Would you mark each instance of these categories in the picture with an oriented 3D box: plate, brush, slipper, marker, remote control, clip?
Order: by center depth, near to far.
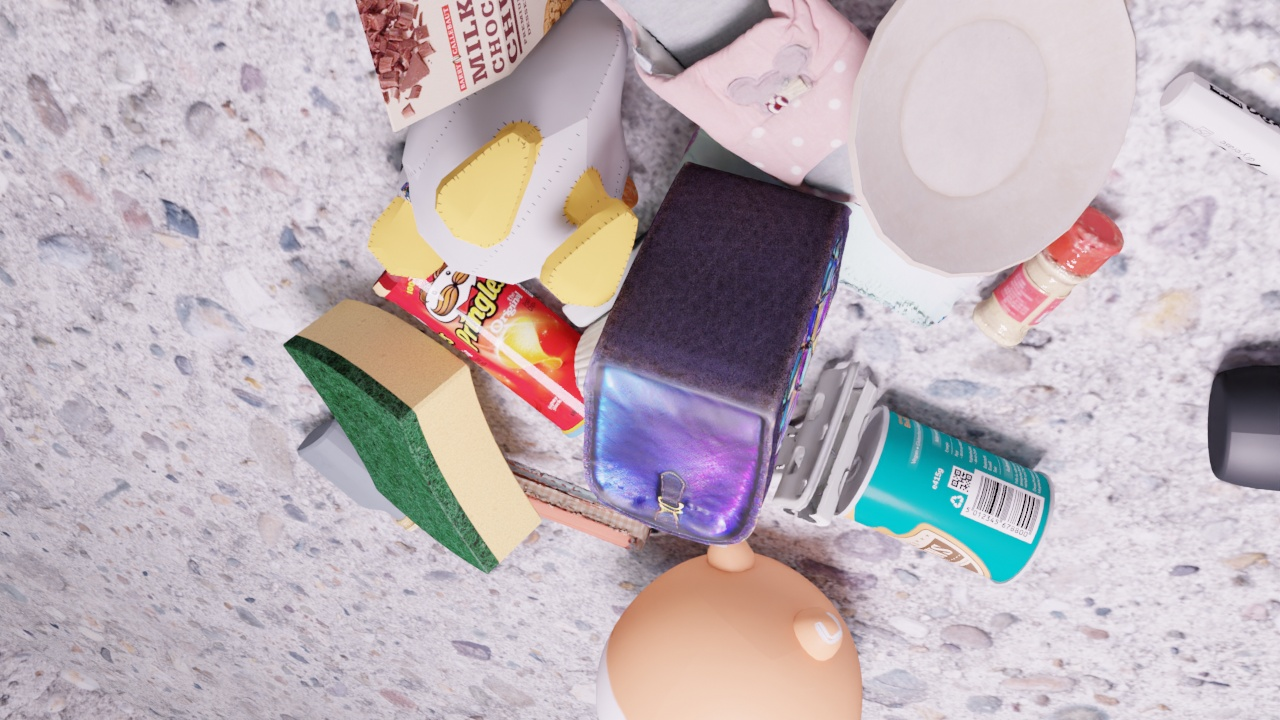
[{"bbox_3d":[0.197,-0.142,0.523,0.188,0.027,0.189,-7,113,-17],"label":"plate"},{"bbox_3d":[0.360,-0.124,0.530,0.126,0.025,0.025,29,137,-5],"label":"marker"},{"bbox_3d":[0.056,-0.182,0.532,0.274,0.054,0.114,38,136,-18],"label":"slipper"},{"bbox_3d":[-0.019,-0.066,0.729,0.028,0.060,0.115,46,137,-10],"label":"remote control"},{"bbox_3d":[0.151,0.077,0.760,0.081,0.124,0.148,25,162,8],"label":"clip"},{"bbox_3d":[-0.215,0.073,0.881,0.195,0.075,0.250,25,146,37],"label":"brush"}]

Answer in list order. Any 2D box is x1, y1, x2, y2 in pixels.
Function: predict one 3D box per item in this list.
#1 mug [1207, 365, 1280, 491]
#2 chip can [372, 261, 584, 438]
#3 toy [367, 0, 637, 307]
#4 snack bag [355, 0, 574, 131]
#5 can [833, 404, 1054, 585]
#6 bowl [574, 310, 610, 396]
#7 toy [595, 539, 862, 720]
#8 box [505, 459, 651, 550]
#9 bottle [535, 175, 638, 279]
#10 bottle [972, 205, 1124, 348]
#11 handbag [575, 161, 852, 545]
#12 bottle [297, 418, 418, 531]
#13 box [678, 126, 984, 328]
[{"bbox_3d":[0.447,0.052,0.631,0.095,0.085,0.121,2,162,23],"label":"mug"},{"bbox_3d":[-0.119,-0.028,0.793,0.213,0.086,0.087,40,135,-17],"label":"chip can"},{"bbox_3d":[-0.091,-0.132,0.613,0.141,0.267,0.247,30,100,-31],"label":"toy"},{"bbox_3d":[-0.099,-0.220,0.507,0.070,0.205,0.094,9,135,16],"label":"snack bag"},{"bbox_3d":[0.245,0.110,0.754,0.144,0.099,0.099,23,137,2],"label":"can"},{"bbox_3d":[-0.005,0.004,0.763,0.063,0.115,0.115,-9,129,49],"label":"bowl"},{"bbox_3d":[0.096,0.317,0.919,0.263,0.265,0.281,37,126,34],"label":"toy"},{"bbox_3d":[-0.078,0.162,0.991,0.187,0.053,0.058,19,105,3],"label":"box"},{"bbox_3d":[-0.047,-0.104,0.702,0.063,0.063,0.109,40,135,-17],"label":"bottle"},{"bbox_3d":[0.274,-0.055,0.623,0.044,0.044,0.109,27,138,-3],"label":"bottle"},{"bbox_3d":[0.052,0.003,0.637,0.125,0.204,0.222,18,151,11],"label":"handbag"},{"bbox_3d":[-0.318,0.139,1.072,0.072,0.046,0.161,-24,119,39],"label":"bottle"},{"bbox_3d":[0.144,-0.118,0.623,0.230,0.035,0.159,26,136,-2],"label":"box"}]
